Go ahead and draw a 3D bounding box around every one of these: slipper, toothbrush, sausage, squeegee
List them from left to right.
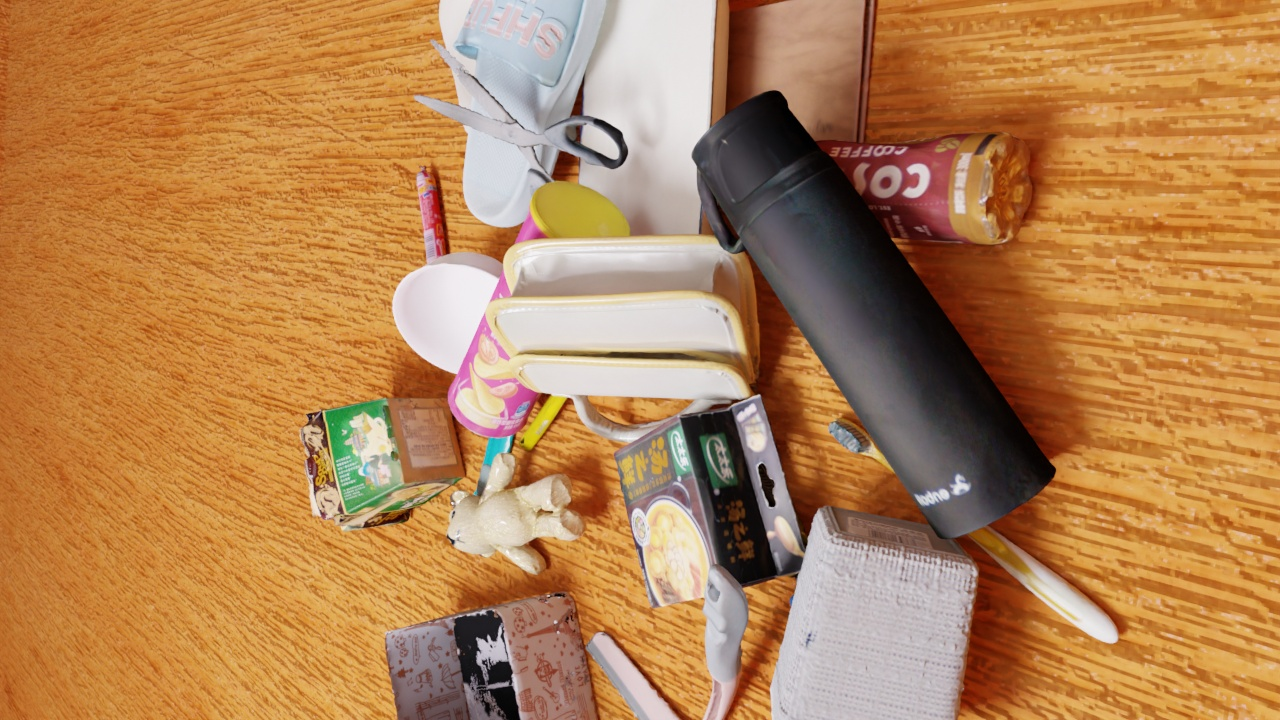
[{"bbox_3d":[-0.193,-0.111,0.861,0.020,0.020,0.155,-17,78,42],"label":"sausage"},{"bbox_3d":[-0.098,-0.219,0.687,0.104,0.074,0.246,34,118,35],"label":"slipper"},{"bbox_3d":[-0.059,0.018,0.704,0.191,0.016,0.015,-53,51,46],"label":"toothbrush"},{"bbox_3d":[0.047,0.199,0.576,0.247,0.040,0.250,45,147,36],"label":"squeegee"},{"bbox_3d":[0.175,0.088,0.507,0.191,0.018,0.016,41,118,36],"label":"toothbrush"}]

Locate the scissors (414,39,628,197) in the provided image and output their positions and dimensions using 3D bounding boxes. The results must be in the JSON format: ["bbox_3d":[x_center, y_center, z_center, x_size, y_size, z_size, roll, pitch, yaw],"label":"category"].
[{"bbox_3d":[-0.085,-0.159,0.660,0.176,0.014,0.159,-1,117,30],"label":"scissors"}]

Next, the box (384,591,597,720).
[{"bbox_3d":[-0.165,0.282,0.710,0.184,0.192,0.156,-24,73,41],"label":"box"}]

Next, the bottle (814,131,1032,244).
[{"bbox_3d":[0.128,-0.099,0.528,0.175,0.057,0.057,10,96,43],"label":"bottle"}]

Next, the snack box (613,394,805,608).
[{"bbox_3d":[0.040,0.096,0.602,0.126,0.053,0.113,-39,62,58],"label":"snack box"}]

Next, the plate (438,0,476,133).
[{"bbox_3d":[-0.103,-0.281,0.765,0.164,0.034,0.164,-27,72,40],"label":"plate"}]

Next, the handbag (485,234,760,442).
[{"bbox_3d":[-0.004,0.004,0.607,0.163,0.179,0.063,1,48,17],"label":"handbag"}]

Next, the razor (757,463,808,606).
[{"bbox_3d":[0.086,0.094,0.591,0.043,0.022,0.142,-57,49,42],"label":"razor"}]

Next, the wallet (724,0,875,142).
[{"bbox_3d":[0.093,-0.179,0.590,0.115,0.020,0.101,5,94,41],"label":"wallet"}]

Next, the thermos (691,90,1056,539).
[{"bbox_3d":[0.114,-0.023,0.494,0.242,0.068,0.090,57,152,8],"label":"thermos"}]

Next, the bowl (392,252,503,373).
[{"bbox_3d":[-0.140,-0.050,0.769,0.119,0.118,0.064,-41,23,35],"label":"bowl"}]

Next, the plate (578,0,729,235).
[{"bbox_3d":[0.011,-0.161,0.639,0.162,0.034,0.265,6,94,56],"label":"plate"}]

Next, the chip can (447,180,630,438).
[{"bbox_3d":[-0.082,-0.030,0.683,0.071,0.071,0.211,59,137,27],"label":"chip can"}]

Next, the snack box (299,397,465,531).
[{"bbox_3d":[-0.228,0.086,0.841,0.106,0.117,0.118,-20,78,29],"label":"snack box"}]

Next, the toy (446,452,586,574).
[{"bbox_3d":[-0.101,0.127,0.739,0.158,0.066,0.105,-19,95,45],"label":"toy"}]

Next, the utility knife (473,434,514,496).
[{"bbox_3d":[-0.127,0.082,0.800,0.029,0.013,0.157,26,107,31],"label":"utility knife"}]

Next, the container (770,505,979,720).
[{"bbox_3d":[0.125,0.146,0.493,0.090,0.090,0.114,11,94,6],"label":"container"}]
